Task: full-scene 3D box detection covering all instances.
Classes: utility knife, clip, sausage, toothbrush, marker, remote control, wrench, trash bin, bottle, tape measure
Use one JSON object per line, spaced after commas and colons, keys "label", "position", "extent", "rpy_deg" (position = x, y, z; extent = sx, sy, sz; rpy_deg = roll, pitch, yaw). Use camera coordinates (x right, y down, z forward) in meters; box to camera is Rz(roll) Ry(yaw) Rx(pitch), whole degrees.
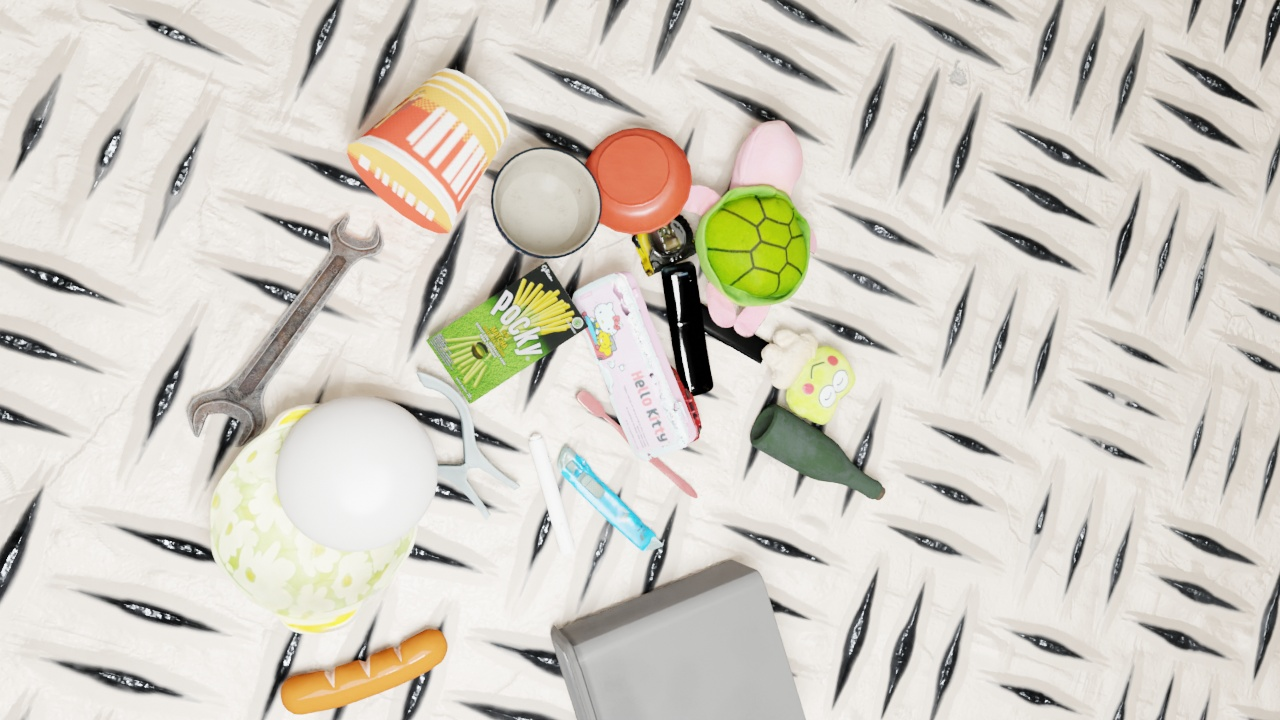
{"label": "utility knife", "position": [-0.034, 0.155, 1.005], "extent": [0.158, 0.015, 0.031], "rpy_deg": [45, 82, -11]}
{"label": "clip", "position": [-0.184, 0.070, 0.958], "extent": [0.172, 0.029, 0.143], "rpy_deg": [37, 81, -13]}
{"label": "sausage", "position": [-0.273, 0.313, 0.918], "extent": [0.164, 0.039, 0.044], "rpy_deg": [-16, 93, -16]}
{"label": "toothbrush", "position": [-0.003, 0.095, 1.018], "extent": [0.184, 0.016, 0.015], "rpy_deg": [42, 78, -14]}
{"label": "marker", "position": [-0.095, 0.143, 0.984], "extent": [0.017, 0.020, 0.133], "rpy_deg": [-16, 93, -14]}
{"label": "remote control", "position": [0.094, -0.036, 1.048], "extent": [0.124, 0.012, 0.028], "rpy_deg": [29, 81, -13]}
{"label": "wrench", "position": [-0.352, -0.032, 0.922], "extent": [0.070, 0.010, 0.273], "rpy_deg": [35, 79, -12]}
{"label": "remote control", "position": [0.054, -0.033, 1.020], "extent": [0.041, 0.020, 0.152], "rpy_deg": [-15, 107, -18]}
{"label": "trash bin", "position": [0.040, 0.341, 0.978], "extent": [0.219, 0.098, 0.192], "rpy_deg": [-18, 93, -17]}
{"label": "bottle", "position": [0.210, 0.114, 1.055], "extent": [0.174, 0.055, 0.055], "rpy_deg": [31, 80, -14]}
{"label": "tape measure", "position": [0.027, -0.136, 1.019], "extent": [0.067, 0.038, 0.062], "rpy_deg": [-26, 95, -14]}

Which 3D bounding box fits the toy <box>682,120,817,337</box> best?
{"label": "toy", "position": [0.131, -0.146, 1.023], "extent": [0.190, 0.088, 0.238], "rpy_deg": [16, 84, -22]}

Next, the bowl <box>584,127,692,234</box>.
{"label": "bowl", "position": [-0.006, -0.199, 0.990], "extent": [0.122, 0.035, 0.122], "rpy_deg": [-1, 80, 6]}

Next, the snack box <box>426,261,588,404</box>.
{"label": "snack box", "position": [-0.138, -0.029, 0.957], "extent": [0.147, 0.025, 0.080], "rpy_deg": [-33, 97, 0]}

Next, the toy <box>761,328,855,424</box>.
{"label": "toy", "position": [0.191, 0.014, 1.056], "extent": [0.115, 0.046, 0.092], "rpy_deg": [41, 77, -9]}

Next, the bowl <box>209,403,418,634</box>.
{"label": "bowl", "position": [-0.317, 0.151, 0.901], "extent": [0.188, 0.060, 0.219], "rpy_deg": [-2, 90, -17]}

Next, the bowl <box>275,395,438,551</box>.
{"label": "bowl", "position": [-0.265, 0.108, 0.863], "extent": [0.149, 0.043, 0.149], "rpy_deg": [1, 88, -16]}

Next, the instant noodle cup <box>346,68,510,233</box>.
{"label": "instant noodle cup", "position": [-0.204, -0.214, 0.920], "extent": [0.123, 0.124, 0.121], "rpy_deg": [38, 71, -11]}

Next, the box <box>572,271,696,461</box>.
{"label": "box", "position": [-0.007, 0.006, 0.977], "extent": [0.044, 0.087, 0.202], "rpy_deg": [-23, 92, -50]}

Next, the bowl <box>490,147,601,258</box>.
{"label": "bowl", "position": [-0.104, -0.161, 0.971], "extent": [0.115, 0.059, 0.115], "rpy_deg": [1, 88, -16]}

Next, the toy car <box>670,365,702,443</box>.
{"label": "toy car", "position": [0.039, 0.049, 1.014], "extent": [0.036, 0.042, 0.091], "rpy_deg": [-25, 96, -23]}
